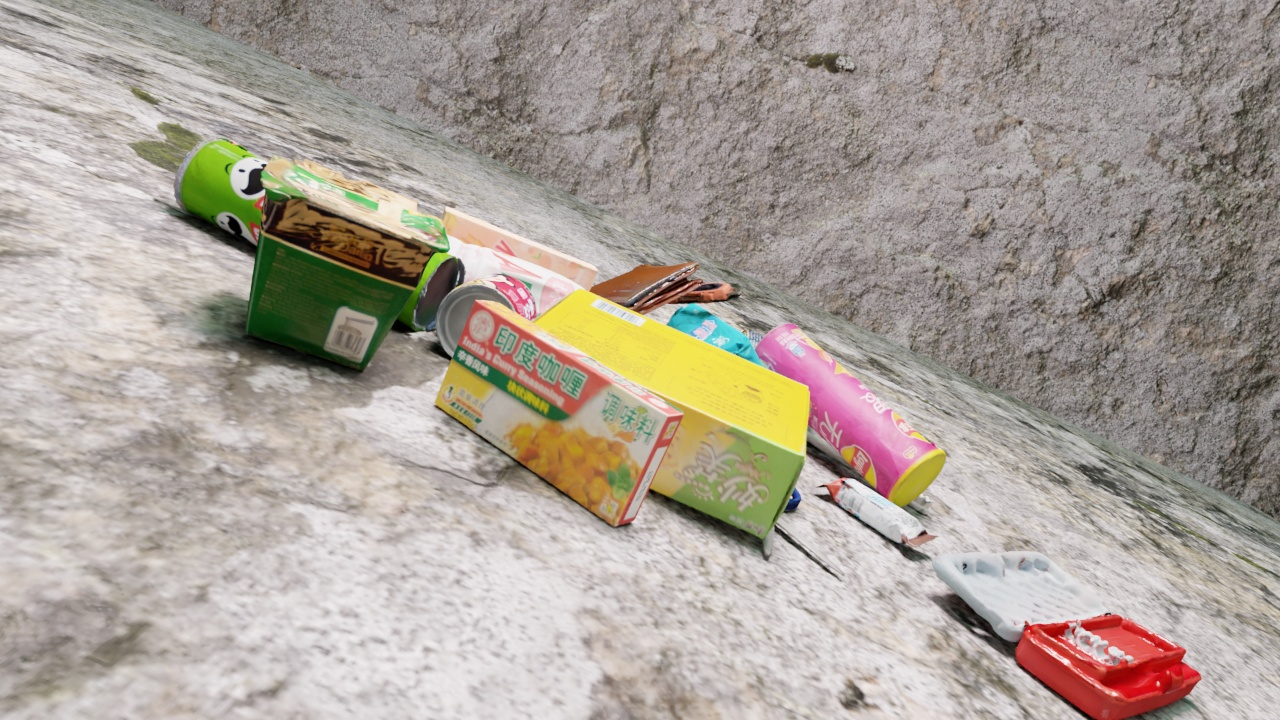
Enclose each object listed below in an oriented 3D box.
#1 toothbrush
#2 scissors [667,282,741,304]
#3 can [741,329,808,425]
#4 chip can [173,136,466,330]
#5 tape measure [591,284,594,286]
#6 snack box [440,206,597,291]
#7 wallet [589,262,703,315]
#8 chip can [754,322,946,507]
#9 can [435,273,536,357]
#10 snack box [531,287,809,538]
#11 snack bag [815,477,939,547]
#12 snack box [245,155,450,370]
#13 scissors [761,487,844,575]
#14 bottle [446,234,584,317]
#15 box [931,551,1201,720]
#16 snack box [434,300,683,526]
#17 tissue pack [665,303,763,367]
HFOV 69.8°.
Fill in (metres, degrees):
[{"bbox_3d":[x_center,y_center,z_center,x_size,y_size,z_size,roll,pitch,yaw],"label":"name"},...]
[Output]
[{"bbox_3d":[0.220,0.104,0.947,0.180,0.016,0.016,32,12,33],"label":"toothbrush"},{"bbox_3d":[0.007,-0.061,0.980,0.226,0.015,0.188,1,21,45],"label":"scissors"},{"bbox_3d":[0.153,0.019,1.042,0.111,0.075,0.075,23,12,-6],"label":"can"},{"bbox_3d":[-0.263,-0.104,0.756,0.236,0.072,0.072,27,12,8],"label":"chip can"},{"bbox_3d":[-0.047,-0.068,1.121,0.066,0.034,0.065,23,14,-8],"label":"tape measure"},{"bbox_3d":[-0.129,-0.080,0.886,0.157,0.084,0.026,20,16,-21],"label":"snack box"},{"bbox_3d":[-0.011,-0.069,0.935,0.101,0.032,0.125,-28,18,-32],"label":"wallet"},{"bbox_3d":[0.201,0.050,0.918,0.071,0.071,0.210,9,30,-51],"label":"chip can"},{"bbox_3d":[-0.122,-0.035,0.746,0.066,0.066,0.093,25,12,-1],"label":"can"},{"bbox_3d":[0.015,0.030,0.677,0.210,0.070,0.157,24,19,4],"label":"snack box"},{"bbox_3d":[0.200,0.128,0.781,0.104,0.026,0.048,34,21,35],"label":"snack bag"},{"bbox_3d":[-0.202,-0.061,0.608,0.118,0.106,0.117,19,15,-21],"label":"snack box"},{"bbox_3d":[0.090,0.107,0.688,0.162,0.012,0.174,31,14,21],"label":"scissors"},{"bbox_3d":[-0.110,-0.056,0.832,0.197,0.068,0.068,19,13,-11],"label":"bottle"},{"bbox_3d":[0.319,0.198,0.687,0.200,0.039,0.158,12,16,-44],"label":"box"},{"bbox_3d":[-0.055,0.030,0.575,0.156,0.077,0.027,30,14,24],"label":"snack box"},{"bbox_3d":[0.081,0.003,0.949,0.133,0.050,0.093,39,-17,54],"label":"tissue pack"}]
